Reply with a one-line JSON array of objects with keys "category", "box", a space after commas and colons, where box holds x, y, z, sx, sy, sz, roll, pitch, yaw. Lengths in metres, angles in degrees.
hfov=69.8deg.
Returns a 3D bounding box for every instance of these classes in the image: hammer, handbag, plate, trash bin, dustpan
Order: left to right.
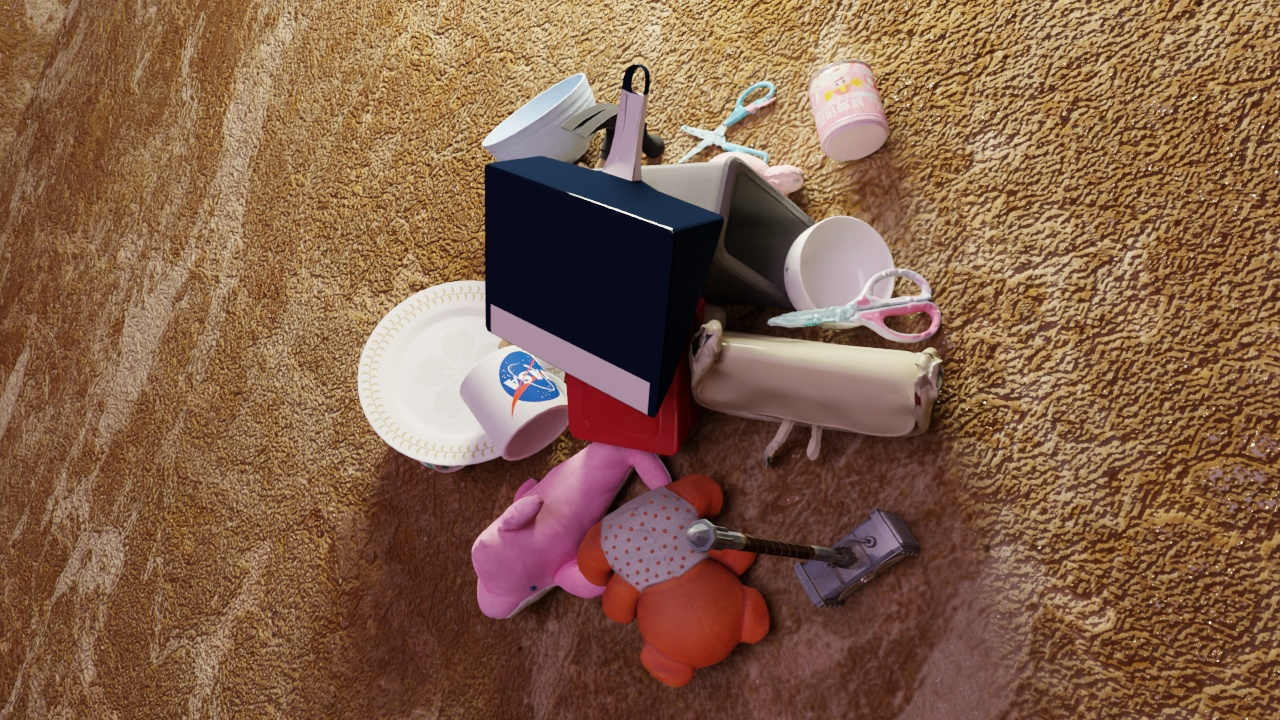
[{"category": "plate", "box": [-0.209, 0.013, 1.083, 0.242, 0.016, 0.242, 0, 63, 0]}, {"category": "hammer", "box": [-0.083, -0.142, 1.042, 0.040, 0.132, 0.305, 32, 97, 35]}, {"category": "dustpan", "box": [-0.035, -0.122, 0.826, 0.236, 0.079, 0.274, 26, 124, 36]}, {"category": "trash bin", "box": [0.036, -0.122, 0.919, 0.220, 0.191, 0.097, 6, 80, 36]}, {"category": "hammer", "box": [0.119, 0.146, 0.705, 0.099, 0.321, 0.044, -41, 58, 18]}, {"category": "handbag", "box": [0.146, 0.034, 0.818, 0.229, 0.184, 0.132, 7, 83, 18]}]

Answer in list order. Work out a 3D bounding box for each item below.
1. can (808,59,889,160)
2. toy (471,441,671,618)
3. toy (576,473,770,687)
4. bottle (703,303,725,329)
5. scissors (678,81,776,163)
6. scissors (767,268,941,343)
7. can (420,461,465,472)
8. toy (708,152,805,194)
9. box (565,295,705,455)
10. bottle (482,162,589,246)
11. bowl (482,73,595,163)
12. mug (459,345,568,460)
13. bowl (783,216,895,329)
[{"category": "can", "box": [0.207, -0.248, 0.913, 0.067, 0.067, 0.076, -20, 66, 28]}, {"category": "toy", "box": [-0.095, 0.162, 0.967, 0.265, 0.128, 0.187, -49, 49, 0]}, {"category": "toy", "box": [0.036, 0.211, 0.880, 0.163, 0.093, 0.172, -28, 72, -5]}, {"category": "bottle", "box": [0.015, -0.044, 0.966, 0.146, 0.051, 0.051, 11, 83, 17]}, {"category": "scissors", "box": [0.102, -0.244, 1.020, 0.136, 0.015, 0.125, -35, 60, 28]}, {"category": "scissors", "box": [0.191, -0.045, 0.829, 0.017, 0.174, 0.076, 118, 142, -65]}, {"category": "can", "box": [-0.270, 0.062, 1.135, 0.166, 0.088, 0.088, 37, 98, 35]}, {"category": "toy", "box": [0.116, -0.186, 0.943, 0.105, 0.108, 0.053, 4, 98, 13]}, {"category": "box", "box": [-0.003, 0.004, 0.927, 0.129, 0.086, 0.158, 9, 121, 16]}, {"category": "bottle", "box": [-0.116, -0.177, 1.111, 0.157, 0.067, 0.067, -41, 58, 18]}, {"category": "bowl", "box": [-0.110, -0.274, 1.113, 0.151, 0.075, 0.150, -28, 26, 15]}, {"category": "mug", "box": [-0.126, 0.044, 1.014, 0.090, 0.121, 0.091, 51, 128, 22]}, {"category": "bowl", "box": [0.182, -0.079, 0.869, 0.054, 0.104, 0.104, 159, 120, -68]}]
